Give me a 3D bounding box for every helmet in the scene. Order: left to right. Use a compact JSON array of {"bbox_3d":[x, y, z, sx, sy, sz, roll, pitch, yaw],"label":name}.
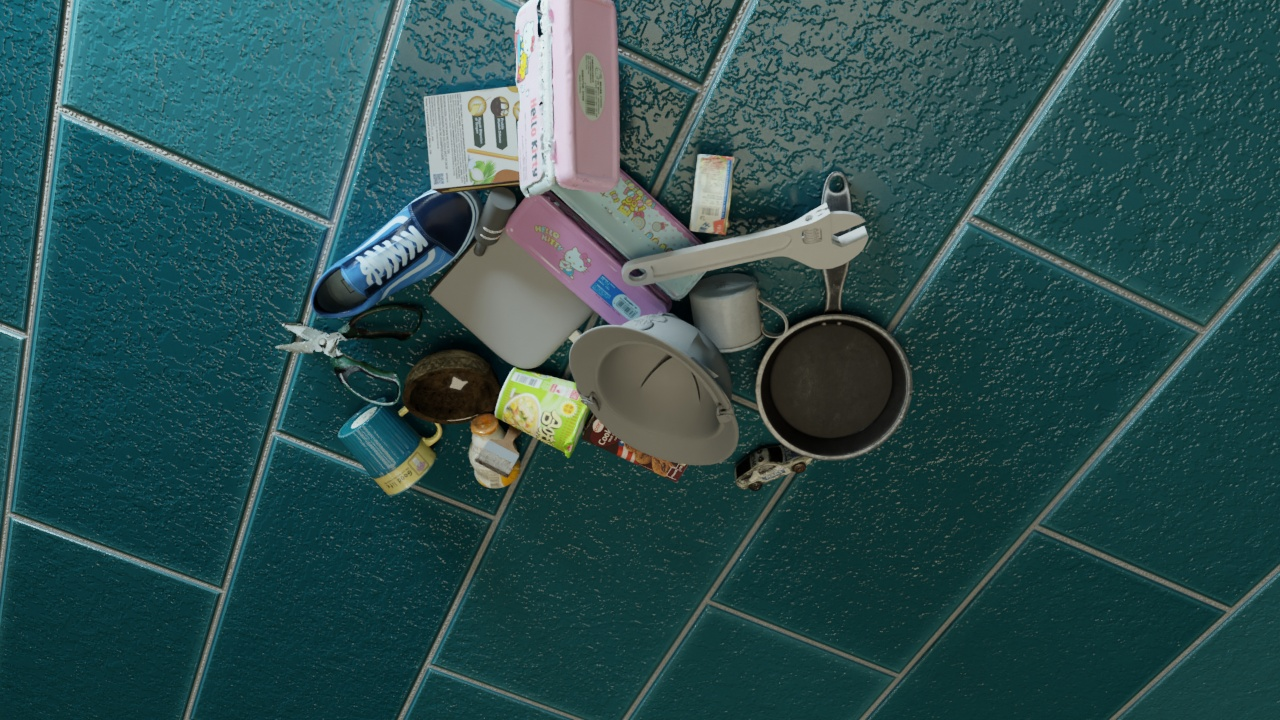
[{"bbox_3d":[0.030,0.006,1.038,0.184,0.117,0.271,5,145,24],"label":"helmet"}]

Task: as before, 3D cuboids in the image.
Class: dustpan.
[{"bbox_3d":[-0.113,-0.053,1.134,0.257,0.033,0.163,43,113,-9],"label":"dustpan"}]

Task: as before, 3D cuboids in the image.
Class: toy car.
[{"bbox_3d":[0.174,0.132,1.203,0.113,0.048,0.040,-25,118,16],"label":"toy car"}]

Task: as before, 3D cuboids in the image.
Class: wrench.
[{"bbox_3d":[0.115,-0.116,1.020,0.273,0.018,0.087,-13,142,5],"label":"wrench"}]

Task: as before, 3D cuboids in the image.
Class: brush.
[{"bbox_3d":[-0.164,0.099,1.157,0.045,0.142,0.008,28,116,-2],"label":"brush"}]

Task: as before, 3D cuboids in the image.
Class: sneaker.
[{"bbox_3d":[-0.287,-0.116,1.070,0.242,0.098,0.083,-30,110,19],"label":"sneaker"}]

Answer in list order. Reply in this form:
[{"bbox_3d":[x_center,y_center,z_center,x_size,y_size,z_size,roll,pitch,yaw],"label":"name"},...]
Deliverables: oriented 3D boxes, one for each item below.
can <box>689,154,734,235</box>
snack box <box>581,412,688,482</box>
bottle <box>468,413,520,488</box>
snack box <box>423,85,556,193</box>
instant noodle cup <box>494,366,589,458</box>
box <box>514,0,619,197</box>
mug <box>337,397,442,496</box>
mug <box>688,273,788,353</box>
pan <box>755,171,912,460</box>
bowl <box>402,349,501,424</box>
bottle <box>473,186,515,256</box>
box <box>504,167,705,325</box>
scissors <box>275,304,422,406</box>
[{"bbox_3d":[0.080,-0.183,1.012,0.043,0.086,0.086,6,120,3],"label":"can"},{"bbox_3d":[-0.002,0.106,1.211,0.141,0.031,0.051,26,118,-10],"label":"snack box"},{"bbox_3d":[-0.195,0.118,1.205,0.063,0.063,0.109,-1,134,5],"label":"bottle"},{"bbox_3d":[-0.138,-0.244,1.001,0.186,0.031,0.101,-4,91,7],"label":"snack box"},{"bbox_3d":[-0.122,0.059,1.165,0.108,0.098,0.099,22,119,2],"label":"instant noodle cup"},{"bbox_3d":[-0.083,-0.272,0.955,0.103,0.086,0.202,0,92,46],"label":"box"},{"bbox_3d":[-0.324,0.104,1.217,0.113,0.083,0.107,-39,109,-8],"label":"mug"},{"bbox_3d":[0.115,-0.057,1.079,0.113,0.084,0.070,-3,117,17],"label":"mug"},{"bbox_3d":[0.231,-0.047,1.098,0.187,0.055,0.357,-2,107,6],"label":"pan"},{"bbox_3d":[-0.239,0.024,1.163,0.121,0.056,0.121,-7,144,-6],"label":"bowl"},{"bbox_3d":[-0.171,-0.153,1.046,0.030,0.030,0.113,26,147,-10],"label":"bottle"},{"bbox_3d":[-0.036,-0.135,1.051,0.214,0.048,0.150,41,105,-8],"label":"box"},{"bbox_3d":[-0.363,-0.035,1.153,0.210,0.015,0.146,24,82,16],"label":"scissors"}]
